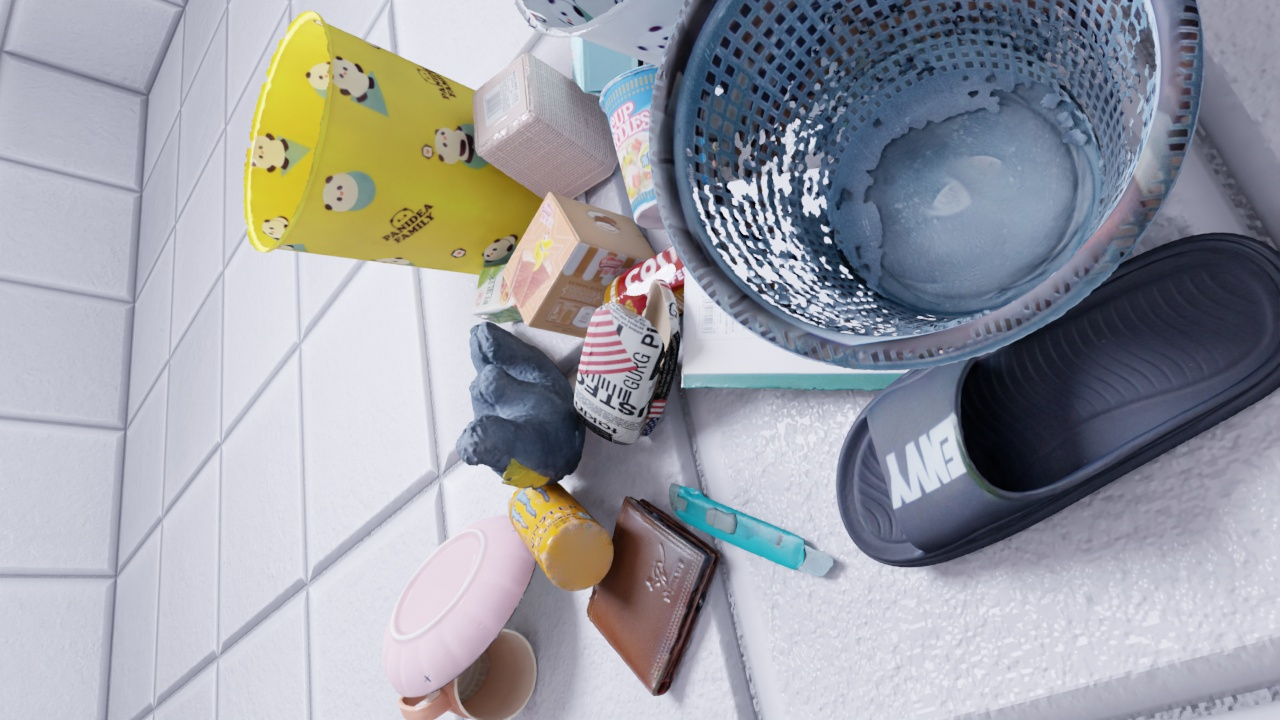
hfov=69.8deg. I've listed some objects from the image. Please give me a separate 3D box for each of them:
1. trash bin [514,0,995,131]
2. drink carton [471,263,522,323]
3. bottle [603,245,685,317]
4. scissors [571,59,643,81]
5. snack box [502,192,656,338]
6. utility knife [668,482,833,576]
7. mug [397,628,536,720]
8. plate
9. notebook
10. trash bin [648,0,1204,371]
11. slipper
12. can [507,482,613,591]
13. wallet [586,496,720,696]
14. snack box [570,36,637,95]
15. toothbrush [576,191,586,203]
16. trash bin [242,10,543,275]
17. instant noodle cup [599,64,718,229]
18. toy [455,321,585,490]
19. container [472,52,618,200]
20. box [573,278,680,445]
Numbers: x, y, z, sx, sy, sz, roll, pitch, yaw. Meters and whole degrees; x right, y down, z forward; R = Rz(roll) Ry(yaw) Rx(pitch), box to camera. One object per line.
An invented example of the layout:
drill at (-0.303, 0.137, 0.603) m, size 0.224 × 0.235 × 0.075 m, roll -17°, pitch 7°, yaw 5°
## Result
trash bin at (0.082, -0.265, 0.565) m, size 0.230 × 0.251 × 0.229 m, roll -17°, pitch 68°, yaw 48°
drink carton at (-0.119, -0.070, 0.929) m, size 0.123 × 0.045 × 0.053 m, roll -6°, pitch 71°, yaw 49°
bottle at (0.045, -0.073, 0.718) m, size 0.175 × 0.057 × 0.057 m, roll -29°, pitch 59°, yaw 43°
scissors at (-0.049, -0.287, 0.923) m, size 0.165 × 0.014 × 0.162 m, roll -61°, pitch 41°, yaw 22°
snack box at (-0.053, -0.080, 0.812) m, size 0.095 × 0.092 × 0.077 m, roll -55°, pitch 44°, yaw 27°
utility knife at (0.073, 0.123, 0.671) m, size 0.175 × 0.013 × 0.029 m, roll 14°, pitch 94°, yaw 51°
mug at (-0.171, 0.297, 0.853) m, size 0.106 × 0.114 × 0.081 m, roll -14°, pitch 100°, yaw 51°
plate at (-0.177, 0.218, 0.857) m, size 0.193 × 0.039 × 0.192 m, roll -37°, pitch 23°, yaw 18°
notebook at (0.118, -0.055, 0.609) m, size 0.210 × 0.012 × 0.150 m, roll -1°, pitch 85°, yaw 36°
trash bin at (0.148, -0.104, 0.464) m, size 0.227 × 0.194 × 0.226 m, roll -2°, pitch 86°, yaw 29°
slipper at (0.197, 0.024, 0.480) m, size 0.269 × 0.083 × 0.110 m, roll -38°, pitch 62°, yaw 35°
can at (-0.071, 0.143, 0.779) m, size 0.146 × 0.058 × 0.058 m, roll -158°, pitch 81°, yaw -68°
wallet at (0.007, 0.183, 0.726) m, size 0.101 × 0.032 × 0.124 m, roll 30°, pitch 105°, yaw 47°
snack box at (-0.034, -0.325, 0.795) m, size 0.074 × 0.051 × 0.175 m, roll -117°, pitch 24°, yaw -62°
toothbrush at (-0.062, -0.168, 0.907) m, size 0.016 × 0.016 × 0.180 m, roll -29°, pitch 59°, yaw 36°
trash bin at (-0.242, -0.198, 0.942) m, size 0.230 × 0.254 × 0.229 m, roll -14°, pitch 72°, yaw 49°
instant noodle cup at (0.023, -0.170, 0.750) m, size 0.099 × 0.099 × 0.110 m, roll -22°, pitch 72°, yaw 46°
toy at (-0.109, 0.042, 0.815) m, size 0.091 × 0.138 × 0.356 m, roll -42°, pitch 20°, yaw 5°
container at (-0.093, -0.218, 0.867) m, size 0.090 × 0.110 × 0.090 m, roll -25°, pitch 59°, yaw 31°
box at (0.001, 0.002, 0.725) m, size 0.076 × 0.086 × 0.163 m, roll 32°, pitch 142°, yaw 15°
